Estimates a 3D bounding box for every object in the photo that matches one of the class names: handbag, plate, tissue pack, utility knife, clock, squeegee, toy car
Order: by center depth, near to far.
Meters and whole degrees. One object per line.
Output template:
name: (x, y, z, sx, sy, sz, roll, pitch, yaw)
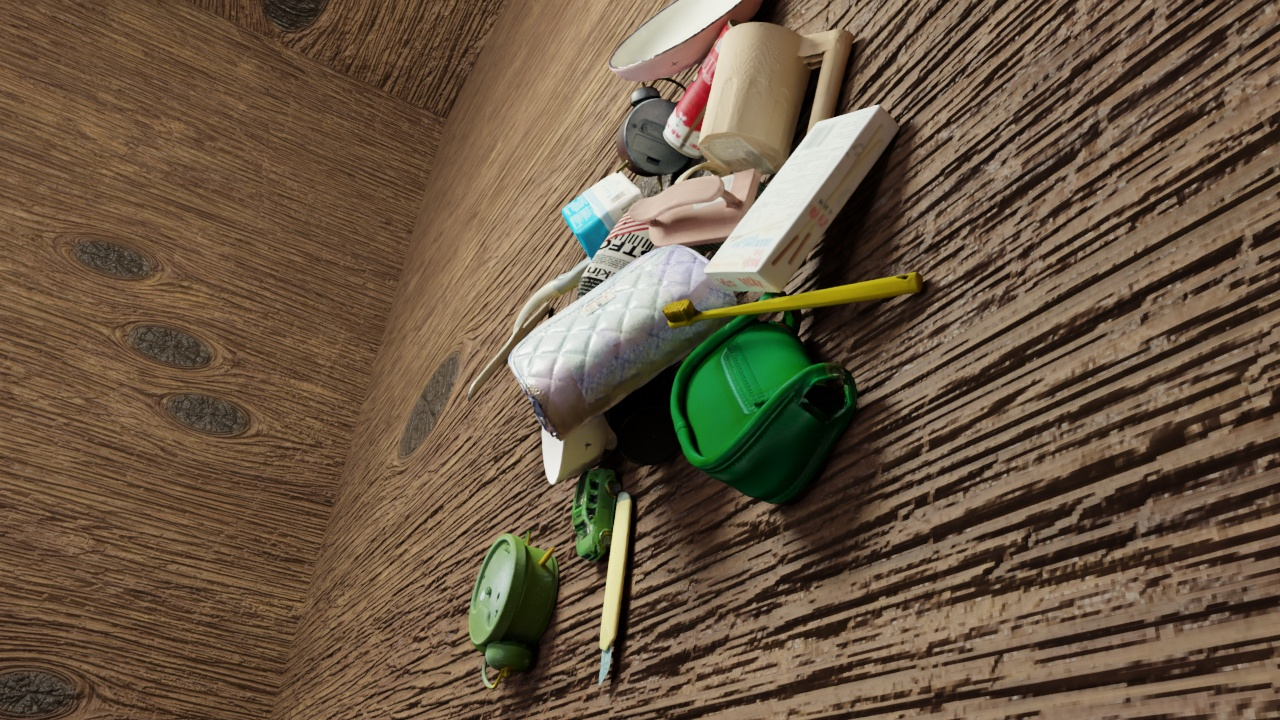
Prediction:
handbag: (0.083, 0.023, 0.638, 0.120, 0.068, 0.131, -53, 25, 19)
handbag: (-0.021, -0.021, 0.794, 0.193, 0.075, 0.134, -36, 29, -6)
utility knife: (-0.024, 0.193, 0.805, 0.031, 0.019, 0.177, -48, 24, 51)
toy car: (-0.044, 0.146, 0.875, 0.043, 0.036, 0.091, -41, 39, 48)
clock: (-0.137, 0.261, 0.960, 0.116, 0.056, 0.161, 3, 73, 68)
plate: (0.056, -0.359, 1.002, 0.193, 0.039, 0.192, -27, 29, 16)
clock: (0.019, -0.257, 1.021, 0.055, 0.082, 0.122, -169, 97, -74)
tissue pack: (-0.033, -0.159, 1.050, 0.090, 0.063, 0.140, -35, 28, 2)
squeegee: (-0.103, -0.083, 1.144, 0.247, 0.039, 0.245, -37, 12, 34)

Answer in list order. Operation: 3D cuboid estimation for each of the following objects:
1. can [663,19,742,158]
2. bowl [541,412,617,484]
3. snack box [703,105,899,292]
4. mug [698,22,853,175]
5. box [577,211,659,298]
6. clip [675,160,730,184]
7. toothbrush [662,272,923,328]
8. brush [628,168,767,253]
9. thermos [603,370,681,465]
can: (0.077, -0.274, 0.937, 0.133, 0.053, 0.053, -55, 26, 32)
bowl: (-0.058, 0.065, 0.920, 0.118, 0.064, 0.118, -179, 91, -75)
snack box: (0.118, -0.118, 0.680, 0.156, 0.027, 0.085, -53, 21, -9)
mug: (0.116, -0.225, 0.788, 0.125, 0.084, 0.103, 5, 75, 40)
box: (-0.005, -0.087, 0.930, 0.077, 0.075, 0.163, 91, -160, -45)
clip: (0.081, -0.193, 0.880, 0.097, 0.060, 0.034, -62, 21, -12)
toothbrush: (0.096, -0.042, 0.624, 0.190, 0.016, 0.015, -6, 41, 36)
brush: (0.050, -0.133, 0.827, 0.146, 0.073, 0.063, 1, 72, 56)
thermos: (-0.005, 0.005, 0.885, 0.090, 0.068, 0.242, -33, 31, 4)
